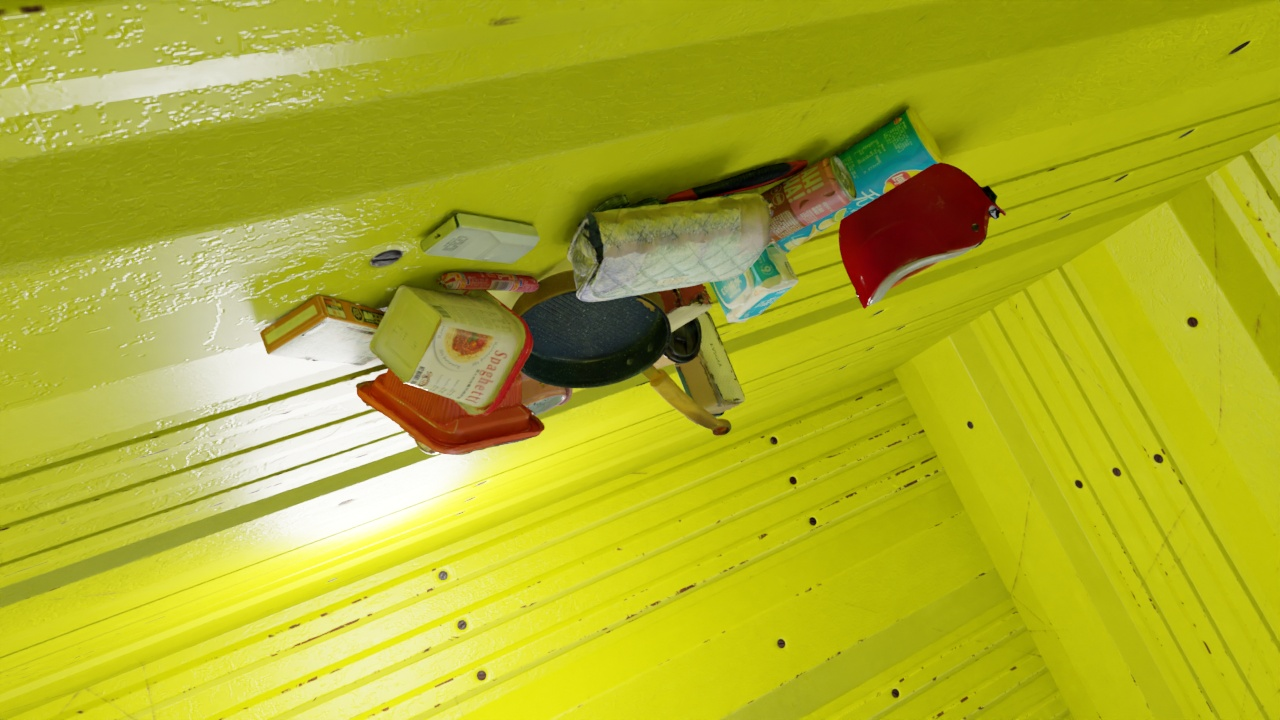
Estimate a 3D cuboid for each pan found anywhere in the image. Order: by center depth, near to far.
[{"bbox_3d":[-0.007,0.007,1.146,0.198,0.078,0.357,-32,139,31],"label":"pan"}]

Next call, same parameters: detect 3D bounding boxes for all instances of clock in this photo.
[{"bbox_3d":[-0.165,0.051,1.411,0.117,0.060,0.158,-25,170,6],"label":"clock"}]

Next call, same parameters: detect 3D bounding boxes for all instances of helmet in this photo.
[{"bbox_3d":[0.363,-0.190,1.233,0.208,0.144,0.239,-34,179,39],"label":"helmet"}]

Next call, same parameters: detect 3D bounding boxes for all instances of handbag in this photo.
[{"bbox_3d":[0.028,-0.115,0.947,0.193,0.075,0.134,-12,165,-20],"label":"handbag"}]

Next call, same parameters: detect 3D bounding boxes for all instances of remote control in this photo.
[{"bbox_3d":[-0.146,-0.111,0.856,0.049,0.024,0.124,-31,165,28],"label":"remote control"}]

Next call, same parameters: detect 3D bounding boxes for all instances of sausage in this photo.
[{"bbox_3d":[-0.156,-0.083,0.966,0.020,0.020,0.155,-32,166,30],"label":"sausage"}]

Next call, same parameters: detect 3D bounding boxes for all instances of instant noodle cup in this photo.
[{"bbox_3d":[-0.194,-0.017,0.932,0.124,0.117,0.116,18,106,-55],"label":"instant noodle cup"},{"bbox_3d":[-0.221,0.036,1.078,0.164,0.189,0.079,-11,120,-51],"label":"instant noodle cup"}]

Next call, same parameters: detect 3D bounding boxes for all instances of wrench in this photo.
[{"bbox_3d":[0.068,-0.182,0.984,0.272,0.016,0.056,-18,171,-27],"label":"wrench"}]

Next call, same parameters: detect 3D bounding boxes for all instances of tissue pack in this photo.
[{"bbox_3d":[0.146,-0.115,1.239,0.063,0.090,0.140,-18,167,-29],"label":"tissue pack"}]

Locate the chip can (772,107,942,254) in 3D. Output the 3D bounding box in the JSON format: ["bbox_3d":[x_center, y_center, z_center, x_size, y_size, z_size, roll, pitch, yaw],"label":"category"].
[{"bbox_3d":[0.242,-0.207,1.078,0.211,0.071,0.071,-31,166,28],"label":"chip can"}]

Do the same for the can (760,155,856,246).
[{"bbox_3d":[0.168,-0.174,1.047,0.148,0.058,0.057,-26,168,28],"label":"can"}]

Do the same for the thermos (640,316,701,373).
[{"bbox_3d":[0.024,-0.026,1.403,0.092,0.093,0.144,-13,172,-42],"label":"thermos"}]

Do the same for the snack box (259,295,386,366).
[{"bbox_3d":[-0.298,-0.026,0.917,0.075,0.026,0.153,-28,167,14],"label":"snack box"}]

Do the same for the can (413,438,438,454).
[{"bbox_3d":[-0.283,0.092,1.361,0.117,0.058,0.058,-32,166,31],"label":"can"}]

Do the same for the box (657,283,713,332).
[{"bbox_3d":[0.009,-0.052,1.204,0.169,0.076,0.091,-32,165,32],"label":"box"}]

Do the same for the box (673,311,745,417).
[{"bbox_3d":[0.101,0.009,1.457,0.060,0.184,0.089,-28,162,31],"label":"box"}]

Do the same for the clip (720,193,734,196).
[{"bbox_3d":[0.103,-0.180,1.046,0.013,0.033,0.053,-28,-179,27],"label":"clip"}]
